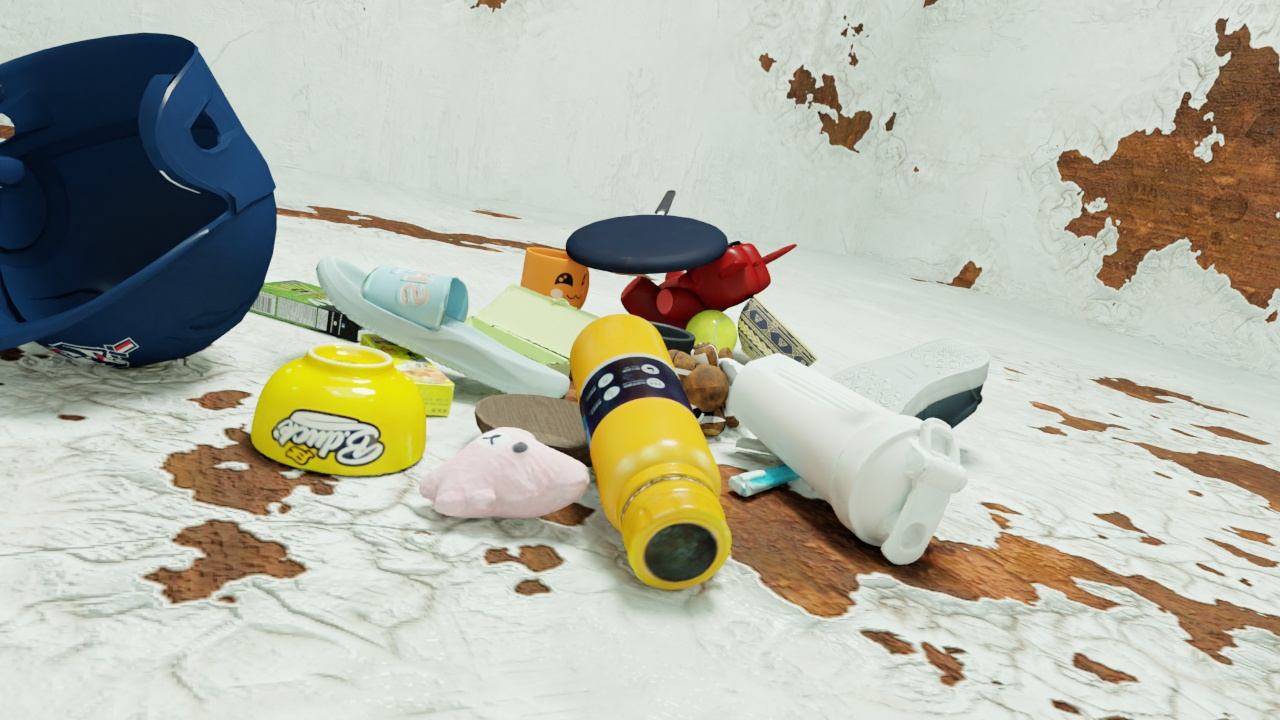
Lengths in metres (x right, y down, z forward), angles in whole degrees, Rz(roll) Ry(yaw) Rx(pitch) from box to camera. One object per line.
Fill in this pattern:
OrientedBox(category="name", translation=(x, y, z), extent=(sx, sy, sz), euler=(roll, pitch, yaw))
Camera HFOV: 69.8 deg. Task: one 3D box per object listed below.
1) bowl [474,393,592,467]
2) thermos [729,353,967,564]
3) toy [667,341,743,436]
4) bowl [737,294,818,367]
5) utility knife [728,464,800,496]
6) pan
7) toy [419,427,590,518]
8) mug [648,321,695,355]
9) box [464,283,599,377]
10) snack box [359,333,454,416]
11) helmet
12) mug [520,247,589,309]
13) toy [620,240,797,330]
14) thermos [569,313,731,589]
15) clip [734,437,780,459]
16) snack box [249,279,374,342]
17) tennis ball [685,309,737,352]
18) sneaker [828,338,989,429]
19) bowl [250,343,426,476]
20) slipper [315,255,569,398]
OrientedBox(category="bowl", translation=(-0.071, 0.058, 0.703), extent=(0.118, 0.030, 0.117), euler=(11, 13, -3))
OrientedBox(category="thermos", translation=(0.153, 0.060, 0.713), extent=(0.099, 0.099, 0.220), euler=(5, 18, -27))
OrientedBox(category="toy", translation=(0.069, 0.026, 0.855), extent=(0.067, 0.087, 0.112), euler=(-8, -4, 28))
OrientedBox(category="bowl", translation=(0.161, -0.022, 1.151), extent=(0.112, 0.061, 0.112), euler=(44, 8, -8))
OrientedBox(category="utility knife", translation=(0.111, 0.094, 0.745), extent=(0.022, 0.015, 0.123), euler=(27, 17, 35))
OrientedBox(category="pan", translation=(0.019, -0.180, 1.193), extent=(0.199, 0.021, 0.355), euler=(3, 25, 9))
OrientedBox(category="toy", translation=(-0.092, 0.074, 0.582), extent=(0.095, 0.053, 0.099), euler=(-13, 22, -33))
OrientedBox(category="mug", translation=(-0.005, 0.005, 0.882), extent=(0.105, 0.077, 0.071), euler=(7, 14, -16))
OrientedBox(category="box", translation=(-0.131, -0.028, 0.989), extent=(0.140, 0.047, 0.188), euler=(-31, 37, -35))
OrientedBox(category="snack box", translation=(-0.206, 0.010, 0.797), extent=(0.040, 0.029, 0.148), euler=(4, 15, -33))
OrientedBox(category="helmet", translation=(-0.400, -0.093, 0.692), extent=(0.232, 0.223, 0.271), euler=(4, 40, 15))
OrientedBox(category="mug", translation=(-0.102, -0.086, 1.152), extent=(0.078, 0.096, 0.112), euler=(19, 15, 30))
OrientedBox(category="toy", translation=(0.087, -0.104, 1.197), extent=(0.198, 0.120, 0.158), euler=(-28, -7, 40))
OrientedBox(category="thermos", translation=(0.010, 0.054, 0.616), extent=(0.091, 0.076, 0.232), euler=(14, 25, -19))
OrientedBox(category="clip", translation=(0.139, 0.080, 0.810), extent=(0.102, 0.040, 0.054), euler=(11, 25, 22))
OrientedBox(category="snack box", translation=(-0.335, -0.054, 0.972), extent=(0.148, 0.025, 0.080), euler=(15, 14, 17))
OrientedBox(category="tennis ball", translation=(0.088, -0.030, 1.141), extent=(0.065, 0.065, 0.065), euler=(11, 13, -3))
OrientedBox(category="sneaker", translation=(0.250, 0.052, 0.902), extent=(0.235, 0.087, 0.089), euler=(-20, 35, -23))
OrientedBox(category="bowl", translation=(-0.206, 0.027, 0.639), extent=(0.117, 0.068, 0.117), euler=(11, 13, -3))
OrientedBox(category="slipper", translation=(-0.170, -0.037, 0.828), extent=(0.245, 0.074, 0.104), euler=(27, 2, -3))
